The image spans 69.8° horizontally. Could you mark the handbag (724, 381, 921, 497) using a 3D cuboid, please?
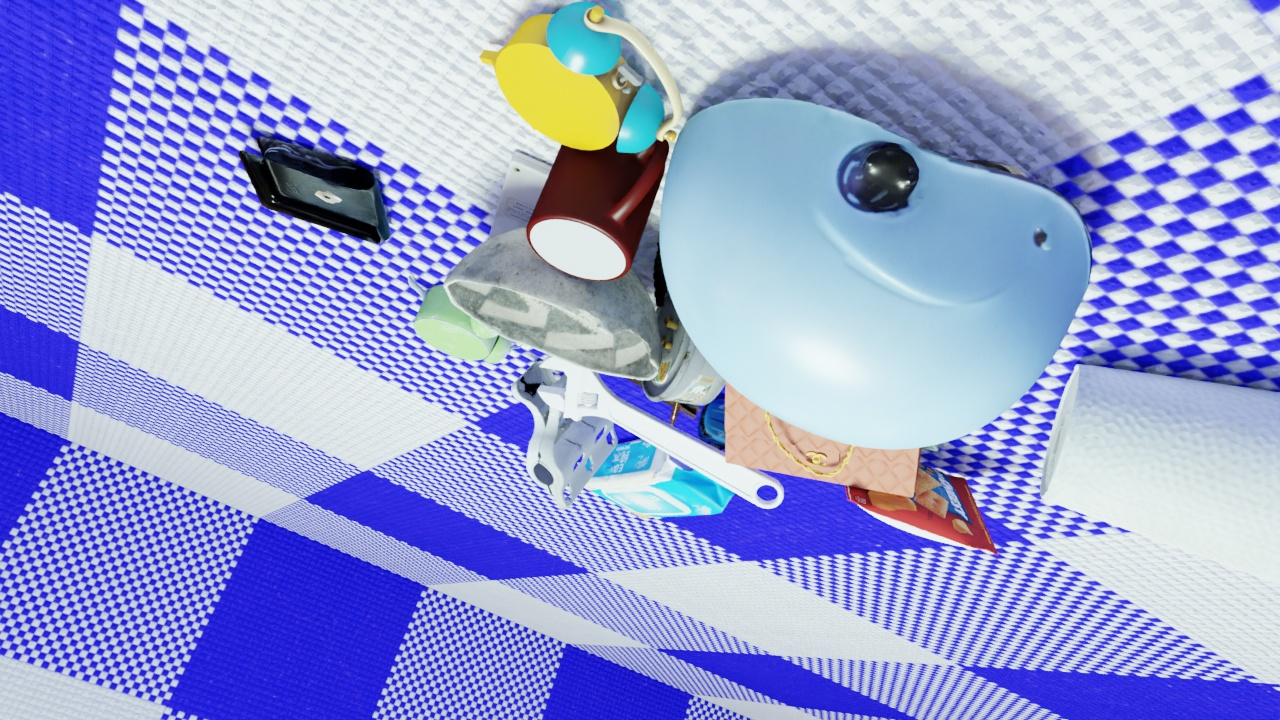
[{"bbox_3d":[0.162,0.055,0.819,0.172,0.060,0.109,9,121,20],"label":"handbag"}]

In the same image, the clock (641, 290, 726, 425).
[{"bbox_3d":[0.044,-0.020,0.736,0.056,0.103,0.148,17,142,-20],"label":"clock"}]

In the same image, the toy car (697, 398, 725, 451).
[{"bbox_3d":[0.117,0.073,0.926,0.120,0.056,0.044,18,149,-7],"label":"toy car"}]

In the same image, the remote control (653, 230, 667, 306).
[{"bbox_3d":[0.019,-0.087,0.690,0.009,0.030,0.140,-1,155,-4],"label":"remote control"}]

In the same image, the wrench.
[{"bbox_3d":[0.020,0.072,0.904,0.273,0.018,0.066,29,114,-1],"label":"wrench"}]

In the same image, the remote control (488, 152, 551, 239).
[{"bbox_3d":[-0.088,-0.116,0.726,0.050,0.011,0.136,22,155,-8],"label":"remote control"}]

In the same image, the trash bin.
[{"bbox_3d":[0.386,0.072,0.660,0.161,0.133,0.133,15,155,19],"label":"trash bin"}]

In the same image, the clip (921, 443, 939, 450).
[{"bbox_3d":[0.241,0.068,0.856,0.076,0.045,0.023,-1,147,39],"label":"clip"}]

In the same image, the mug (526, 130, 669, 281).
[{"bbox_3d":[-0.020,-0.110,0.606,0.073,0.082,0.106,32,152,-28],"label":"mug"}]

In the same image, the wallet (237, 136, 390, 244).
[{"bbox_3d":[-0.271,-0.143,0.776,0.115,0.026,0.089,18,155,0],"label":"wallet"}]

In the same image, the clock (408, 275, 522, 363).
[{"bbox_3d":[-0.174,-0.035,0.912,0.119,0.042,0.094,14,156,8],"label":"clock"}]

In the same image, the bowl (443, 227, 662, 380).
[{"bbox_3d":[-0.058,-0.054,0.720,0.178,0.081,0.178,20,165,5],"label":"bowl"}]

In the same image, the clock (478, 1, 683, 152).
[{"bbox_3d":[-0.035,-0.166,0.551,0.130,0.043,0.099,8,150,39],"label":"clock"}]

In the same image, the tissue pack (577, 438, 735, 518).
[{"bbox_3d":[0.012,0.147,1.133,0.117,0.066,0.210,33,153,-26],"label":"tissue pack"}]

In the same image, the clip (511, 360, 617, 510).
[{"bbox_3d":[-0.080,0.070,0.985,0.075,0.124,0.144,-4,122,32],"label":"clip"}]

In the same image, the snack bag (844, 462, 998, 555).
[{"bbox_3d":[0.255,0.124,0.871,0.144,0.130,0.039,20,114,-3],"label":"snack bag"}]

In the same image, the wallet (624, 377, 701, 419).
[{"bbox_3d":[-0.005,0.005,0.855,0.120,0.031,0.099,40,175,-42],"label":"wallet"}]

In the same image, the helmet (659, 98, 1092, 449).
[{"bbox_3d":[0.122,-0.043,0.560,0.265,0.166,0.226,28,165,2],"label":"helmet"}]
